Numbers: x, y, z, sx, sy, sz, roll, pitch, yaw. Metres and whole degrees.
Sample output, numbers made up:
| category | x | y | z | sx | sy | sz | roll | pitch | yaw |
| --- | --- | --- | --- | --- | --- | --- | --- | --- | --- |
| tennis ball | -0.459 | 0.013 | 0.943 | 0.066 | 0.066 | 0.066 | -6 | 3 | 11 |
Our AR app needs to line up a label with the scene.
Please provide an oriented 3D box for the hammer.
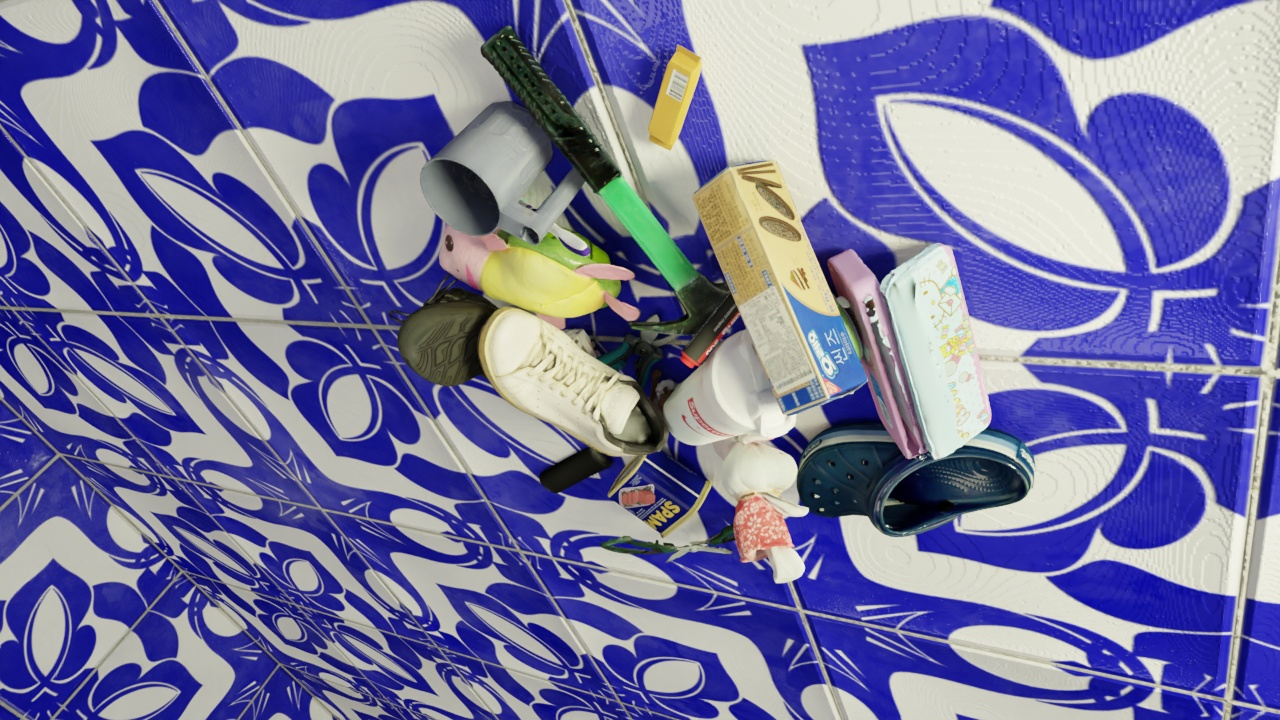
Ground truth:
| category | x | y | z | sx | sy | sz | roll | pitch | yaw |
| --- | --- | --- | --- | --- | --- | --- | --- | --- | --- |
| hammer | -0.028 | -0.156 | 0.818 | 0.319 | 0.130 | 0.032 | 51 | -175 | -13 |

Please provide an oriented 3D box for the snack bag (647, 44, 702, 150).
| category | x | y | z | sx | sy | sz | roll | pitch | yaw |
| --- | --- | --- | --- | --- | --- | --- | --- | --- | --- |
| snack bag | 0.028 | -0.216 | 0.756 | 0.026 | 0.020 | 0.099 | 32 | 144 | 8 |

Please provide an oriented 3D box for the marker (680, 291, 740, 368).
| category | x | y | z | sx | sy | sz | roll | pitch | yaw |
| --- | --- | --- | --- | --- | --- | --- | --- | --- | --- |
| marker | 0.087 | -0.053 | 0.824 | 0.023 | 0.145 | 0.021 | 33 | -168 | -30 |

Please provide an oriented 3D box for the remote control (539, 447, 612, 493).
| category | x | y | z | sx | sy | sz | roll | pitch | yaw |
| --- | --- | --- | --- | --- | --- | --- | --- | --- | --- |
| remote control | -0.092 | 0.152 | 1.256 | 0.041 | 0.020 | 0.152 | 41 | 141 | -14 |

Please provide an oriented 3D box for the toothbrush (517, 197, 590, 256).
| category | x | y | z | sx | sy | sz | roll | pitch | yaw |
| --- | --- | --- | --- | --- | --- | --- | --- | --- | --- |
| toothbrush | -0.090 | -0.130 | 0.865 | 0.187 | 0.015 | 0.016 | 41 | 162 | 50 |

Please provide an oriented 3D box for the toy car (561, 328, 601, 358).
| category | x | y | z | sx | sy | sz | roll | pitch | yaw |
| --- | --- | --- | --- | --- | --- | --- | --- | --- | --- |
| toy car | -0.059 | 0.012 | 1.059 | 0.039 | 0.038 | 0.113 | -2 | 132 | 36 |

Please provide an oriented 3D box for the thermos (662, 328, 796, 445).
| category | x | y | z | sx | sy | sz | roll | pitch | yaw |
| --- | --- | --- | --- | --- | --- | --- | --- | --- | --- |
| thermos | 0.089 | 0.036 | 0.903 | 0.099 | 0.099 | 0.221 | 35 | 161 | -5 |

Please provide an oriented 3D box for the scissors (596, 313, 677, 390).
| category | x | y | z | sx | sy | sz | roll | pitch | yaw |
| --- | --- | --- | --- | --- | --- | --- | --- | --- | --- |
| scissors | -0.010 | 0.006 | 1.012 | 0.156 | 0.019 | 0.124 | -15 | 132 | 20 |

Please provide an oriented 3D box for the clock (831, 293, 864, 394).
| category | x | y | z | sx | sy | sz | roll | pitch | yaw |
| --- | --- | --- | --- | --- | --- | --- | --- | --- | --- |
| clock | 0.164 | -0.020 | 0.834 | 0.094 | 0.042 | 0.119 | 57 | 175 | 50 |

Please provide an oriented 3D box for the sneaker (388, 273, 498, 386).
| category | x | y | z | sx | sy | sz | roll | pitch | yaw |
| --- | --- | --- | --- | --- | --- | --- | --- | --- | --- |
| sneaker | -0.212 | -0.047 | 1.010 | 0.143 | 0.101 | 0.237 | 37 | -174 | 17 |

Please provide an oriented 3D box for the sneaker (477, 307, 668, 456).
| category | x | y | z | sx | sy | sz | roll | pitch | yaw |
| --- | --- | --- | --- | --- | --- | --- | --- | --- | --- |
| sneaker | -0.060 | 0.034 | 0.946 | 0.241 | 0.088 | 0.102 | 39 | 164 | -34 |

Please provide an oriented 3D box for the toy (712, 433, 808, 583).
| category | x | y | z | sx | sy | sz | roll | pitch | yaw |
| --- | --- | --- | --- | --- | --- | --- | --- | --- | --- |
| toy | 0.129 | 0.137 | 0.973 | 0.084 | 0.194 | 0.160 | 3 | 150 | -26 |

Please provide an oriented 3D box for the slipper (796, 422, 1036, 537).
| category | x | y | z | sx | sy | sz | roll | pitch | yaw |
| --- | --- | --- | --- | --- | --- | --- | --- | --- | --- |
| slipper | 0.260 | 0.123 | 0.920 | 0.253 | 0.095 | 0.105 | -12 | 128 | 40 |

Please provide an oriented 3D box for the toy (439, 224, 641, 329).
| category | x | y | z | sx | sy | sz | roll | pitch | yaw |
| --- | --- | --- | --- | --- | --- | --- | --- | --- | --- |
| toy | -0.103 | -0.093 | 0.932 | 0.238 | 0.087 | 0.190 | 15 | 163 | 29 |

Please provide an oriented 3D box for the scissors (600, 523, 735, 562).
| category | x | y | z | sx | sy | sz | roll | pitch | yaw |
| --- | --- | --- | --- | --- | --- | --- | --- | --- | --- |
| scissors | 0.065 | 0.224 | 1.163 | 0.201 | 0.015 | 0.202 | 14 | 145 | -36 |

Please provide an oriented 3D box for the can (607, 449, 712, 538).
| category | x | y | z | sx | sy | sz | roll | pitch | yaw |
| --- | --- | --- | --- | --- | --- | --- | --- | --- | --- |
| can | 0.022 | 0.164 | 1.161 | 0.092 | 0.056 | 0.117 | 35 | 143 | -3 |

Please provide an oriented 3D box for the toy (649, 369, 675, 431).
| category | x | y | z | sx | sy | sz | roll | pitch | yaw |
| --- | --- | --- | --- | --- | --- | --- | --- | --- | --- |
| toy | 0.025 | 0.058 | 1.053 | 0.055 | 0.041 | 0.102 | 39 | 140 | 29 |

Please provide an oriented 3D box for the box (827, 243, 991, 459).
| category | x | y | z | sx | sy | sz | roll | pitch | yaw |
| --- | --- | --- | --- | --- | --- | --- | --- | --- | --- |
| box | 0.249 | -0.013 | 0.818 | 0.092 | 0.089 | 0.214 | -25 | 124 | 4 |

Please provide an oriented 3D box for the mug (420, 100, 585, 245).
| category | x | y | z | sx | sy | sz | roll | pitch | yaw |
| --- | --- | --- | --- | --- | --- | --- | --- | --- | --- |
| mug | -0.122 | -0.169 | 0.844 | 0.124 | 0.103 | 0.084 | 27 | 143 | 5 |

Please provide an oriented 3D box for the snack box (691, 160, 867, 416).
| category | x | y | z | sx | sy | sz | roll | pitch | yaw |
| --- | --- | --- | --- | --- | --- | --- | --- | --- | --- |
| snack box | 0.116 | -0.061 | 0.764 | 0.056 | 0.057 | 0.206 | -28 | 82 | 51 |
